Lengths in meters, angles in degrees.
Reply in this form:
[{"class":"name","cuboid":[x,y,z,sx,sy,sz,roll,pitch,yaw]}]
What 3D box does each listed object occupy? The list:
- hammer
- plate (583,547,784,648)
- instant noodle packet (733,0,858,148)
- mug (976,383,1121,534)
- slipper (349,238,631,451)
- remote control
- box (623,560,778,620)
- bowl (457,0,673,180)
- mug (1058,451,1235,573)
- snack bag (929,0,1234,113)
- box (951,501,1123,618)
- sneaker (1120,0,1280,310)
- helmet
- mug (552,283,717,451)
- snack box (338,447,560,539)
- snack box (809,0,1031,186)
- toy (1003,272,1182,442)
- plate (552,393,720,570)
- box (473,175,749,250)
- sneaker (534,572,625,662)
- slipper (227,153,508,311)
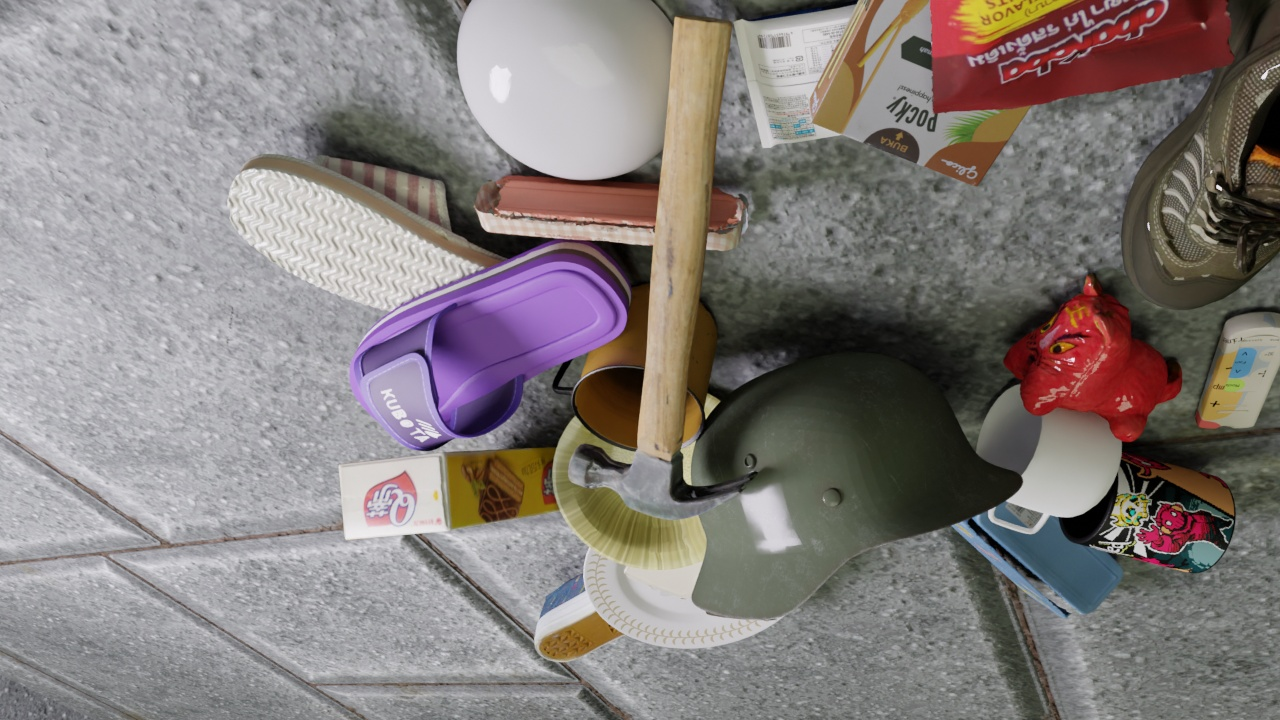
[{"class":"hammer","cuboid":[0.024,-0.042,0.582,0.132,0.033,0.331,18,119,24]},{"class":"plate","cuboid":[0.062,0.214,0.956,0.242,0.016,0.243,-2,124,-3]},{"class":"instant noodle packet","cuboid":[0.128,-0.167,0.526,0.134,0.026,0.087,-4,138,19]},{"class":"mug","cuboid":[0.307,0.078,0.703,0.068,0.094,0.116,17,103,-7]},{"class":"slipper","cuboid":[-0.128,0.008,0.681,0.267,0.083,0.107,-24,125,29]},{"class":"remote control","cuboid":[0.431,0.011,0.659,0.038,0.018,0.126,-2,140,18]},{"class":"box","cuboid":[0.092,0.185,0.900,0.187,0.057,0.145,20,121,-20]},{"class":"bowl","cuboid":[-0.046,-0.164,0.565,0.149,0.043,0.150,8,140,7]},{"class":"mug","cuboid":[0.406,0.124,0.762,0.098,0.081,0.118,15,168,-2]},{"class":"snack bag","cuboid":[0.186,-0.206,0.396,0.139,0.066,0.208,-14,135,12]},{"class":"box","cuboid":[0.358,0.163,0.855,0.209,0.073,0.086,40,175,-27]},{"class":"sneaker","cuboid":[0.333,-0.086,0.472,0.101,0.142,0.238,4,140,10]},{"class":"helmet","cuboid":[0.140,0.075,0.691,0.269,0.226,0.154,-16,91,46]},{"class":"mug","cuboid":[-0.005,0.004,0.713,0.124,0.093,0.101,1,137,16]},{"class":"snack box","cuboid":[-0.146,0.112,0.811,0.110,0.061,0.230,-9,173,24]},{"class":"snack box","cuboid":[0.172,-0.188,0.456,0.101,0.031,0.186,19,129,-7]},{"class":"toy","cuboid":[0.334,-0.001,0.634,0.133,0.088,0.094,9,125,-14]},{"class":"plate","cuboid":[0.015,0.099,0.829,0.184,0.036,0.184,1,109,2]},{"class":"box","cuboid":[-0.020,-0.098,0.630,0.187,0.056,0.071,6,172,11]},{"class":"sneaker","cuboid":[-0.025,0.257,1.041,0.236,0.079,0.087,-37,121,22]},{"class":"slipper","cuboid":[-0.169,-0.084,0.691,0.262,0.052,0.115,23,137,-22]}]
